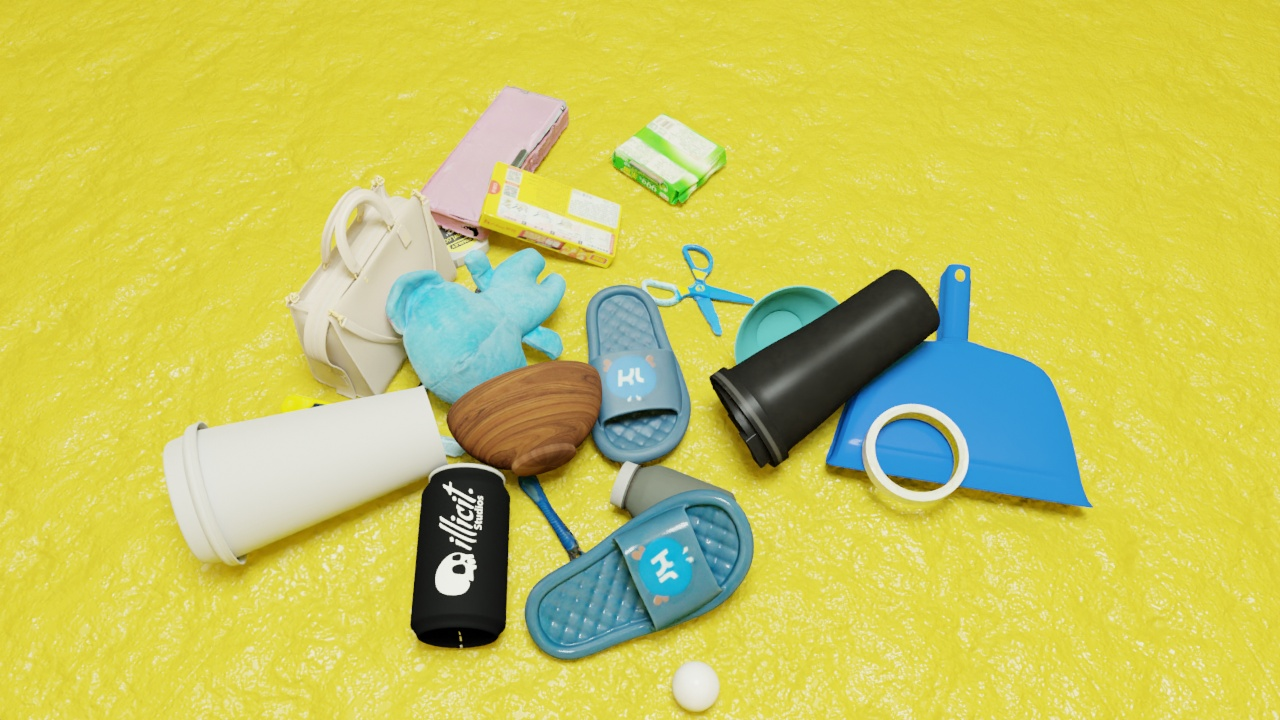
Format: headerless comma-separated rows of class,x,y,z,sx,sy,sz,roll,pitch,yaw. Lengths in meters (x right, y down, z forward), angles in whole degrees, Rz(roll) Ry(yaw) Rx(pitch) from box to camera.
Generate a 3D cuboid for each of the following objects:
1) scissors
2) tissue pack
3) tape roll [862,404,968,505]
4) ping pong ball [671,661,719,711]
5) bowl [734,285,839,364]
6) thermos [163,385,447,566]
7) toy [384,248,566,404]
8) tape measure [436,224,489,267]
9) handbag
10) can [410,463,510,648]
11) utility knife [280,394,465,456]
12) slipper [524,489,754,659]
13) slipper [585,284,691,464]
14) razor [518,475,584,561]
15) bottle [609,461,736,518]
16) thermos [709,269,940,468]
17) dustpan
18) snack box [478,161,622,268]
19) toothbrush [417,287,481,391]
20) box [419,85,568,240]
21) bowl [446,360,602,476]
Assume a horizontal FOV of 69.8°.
scissors,0.058,-0.076,1.001,0.125,0.016,0.125,-18,59,-7
tissue pack,0.033,-0.240,1.090,0.114,0.034,0.099,37,63,21
tape roll,0.255,0.087,0.852,0.094,0.019,0.094,0,67,1
ping pong ball,0.046,0.274,0.771,0.040,0.040,0.040,0,58,0
bowl,0.149,-0.022,0.935,0.121,0.121,0.046,-11,19,-7
thermos,-0.294,0.094,0.831,0.221,0.132,0.131,-17,60,-15
toy,-0.156,-0.036,0.921,0.183,0.115,0.180,47,63,-15
tape measure,-0.208,-0.137,1.035,0.064,0.017,0.065,-28,63,-16
handbag,-0.267,-0.085,0.896,0.101,0.198,0.194,19,60,11
can,-0.157,0.171,0.809,0.080,0.080,0.145,-2,59,-2
utility knife,-0.261,0.067,0.910,0.198,0.020,0.028,12,63,5
slipper,0.001,0.191,0.784,0.214,0.059,0.104,-29,92,1
slipper,-0.005,0.005,0.926,0.104,0.059,0.213,-4,57,-6
razor,-0.074,0.158,0.855,0.044,0.018,0.141,-39,62,3
bottle,0.030,0.132,0.846,0.108,0.060,0.060,20,60,11
thermos,0.175,0.003,0.873,0.218,0.106,0.106,-35,64,-3
dustpan,0.320,0.010,0.925,0.245,0.060,0.257,9,69,5
snack box,-0.097,-0.160,1.012,0.152,0.025,0.075,17,59,-16
toothbrush,-0.203,-0.012,0.960,0.014,0.017,0.187,21,62,10
box,-0.170,-0.238,1.070,0.098,0.041,0.232,22,56,9
bowl,-0.097,0.065,0.841,0.147,0.147,0.068,-17,69,-11
